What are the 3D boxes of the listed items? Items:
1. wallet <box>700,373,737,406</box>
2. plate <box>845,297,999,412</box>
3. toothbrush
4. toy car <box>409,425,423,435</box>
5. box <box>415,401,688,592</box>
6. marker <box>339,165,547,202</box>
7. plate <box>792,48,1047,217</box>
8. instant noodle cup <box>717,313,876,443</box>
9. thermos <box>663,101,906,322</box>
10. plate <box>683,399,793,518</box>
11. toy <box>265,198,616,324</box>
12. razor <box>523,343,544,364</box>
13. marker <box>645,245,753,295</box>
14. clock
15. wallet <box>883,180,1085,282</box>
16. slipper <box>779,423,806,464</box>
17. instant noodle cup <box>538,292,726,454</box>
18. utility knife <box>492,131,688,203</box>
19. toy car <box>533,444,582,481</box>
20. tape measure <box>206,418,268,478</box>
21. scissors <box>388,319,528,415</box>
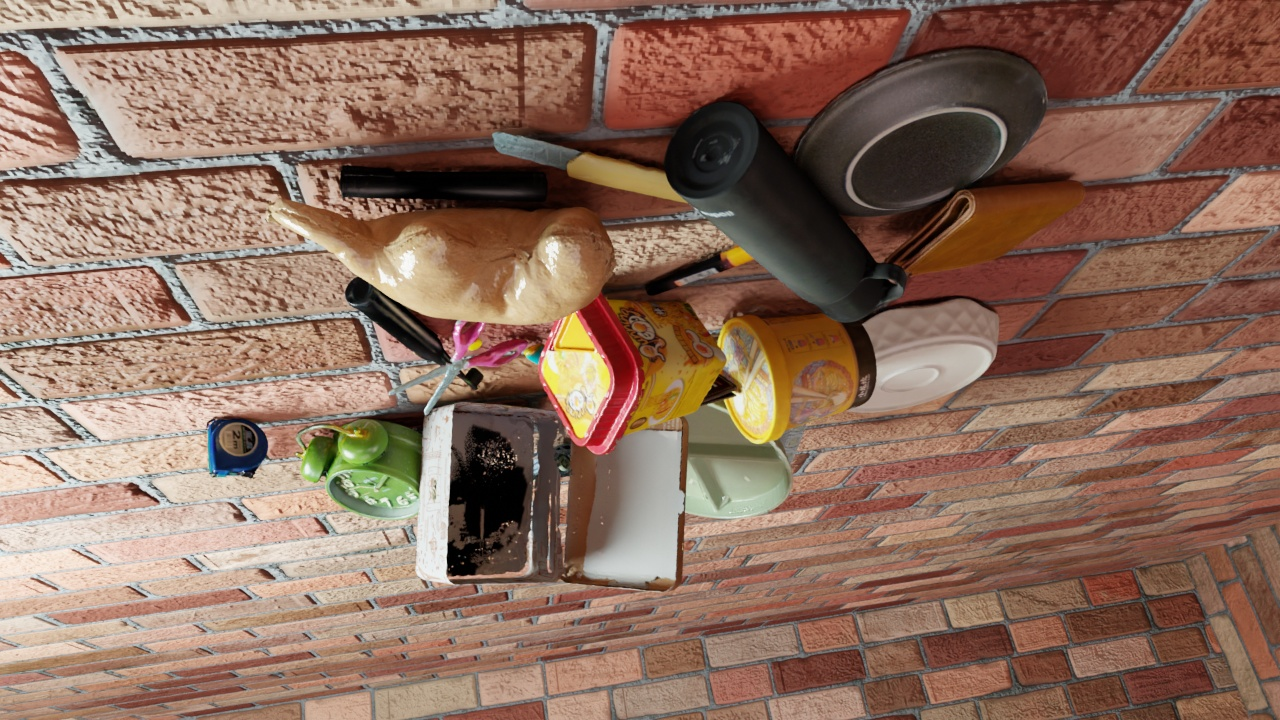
[{"bbox_3d":[0.018,0.033,0.874,0.122,0.020,0.096,-16,-160,-18],"label":"wallet"},{"bbox_3d":[0.280,0.003,0.973,0.205,0.045,0.205,-9,155,-5],"label":"plate"},{"bbox_3d":[-0.182,-0.015,0.778,0.026,0.027,0.213,29,170,24],"label":"toothbrush"},{"bbox_3d":[-0.226,0.100,0.995,0.049,0.031,0.106,-6,143,-2],"label":"toy car"},{"bbox_3d":[-0.088,0.136,0.919,0.271,0.179,0.133,3,171,-5],"label":"box"},{"bbox_3d":[-0.126,-0.115,0.595,0.132,0.020,0.022,-2,138,-16],"label":"marker"},{"bbox_3d":[0.197,-0.147,0.647,0.179,0.024,0.180,-9,155,-4],"label":"plate"},{"bbox_3d":[0.147,0.008,0.858,0.114,0.118,0.119,-12,157,-19],"label":"instant noodle cup"},{"bbox_3d":[0.118,-0.095,0.655,0.090,0.068,0.242,4,165,37],"label":"thermos"},{"bbox_3d":[0.054,0.099,0.996,0.230,0.027,0.231,14,142,11],"label":"plate"},{"bbox_3d":[-0.130,-0.068,0.620,0.225,0.082,0.144,1,162,-14],"label":"toy"},{"bbox_3d":[-0.080,0.006,0.856,0.043,0.028,0.132,-30,157,8],"label":"razor"},{"bbox_3d":[0.058,-0.078,0.751,0.124,0.015,0.018,-20,152,26],"label":"marker"},{"bbox_3d":[-0.276,0.107,0.935,0.116,0.056,0.161,-22,134,29],"label":"clock"},{"bbox_3d":[0.273,-0.102,0.742,0.130,0.035,0.119,-10,163,-30],"label":"wallet"},{"bbox_3d":[0.126,0.092,1.062,0.104,0.074,0.246,-10,139,-11],"label":"slipper"},{"bbox_3d":[-0.005,0.005,0.784,0.123,0.116,0.116,-8,141,-35],"label":"instant noodle cup"},{"bbox_3d":[-0.007,-0.124,0.619,0.207,0.021,0.031,1,151,-37],"label":"utility knife"},{"bbox_3d":[-0.084,0.120,1.092,0.054,0.036,0.120,-31,158,36],"label":"toy car"},{"bbox_3d":[-0.384,0.084,0.871,0.054,0.058,0.025,5,151,-39],"label":"tape measure"},{"bbox_3d":[-0.152,0.002,0.797,0.131,0.017,0.134,-4,138,-50],"label":"scissors"}]
